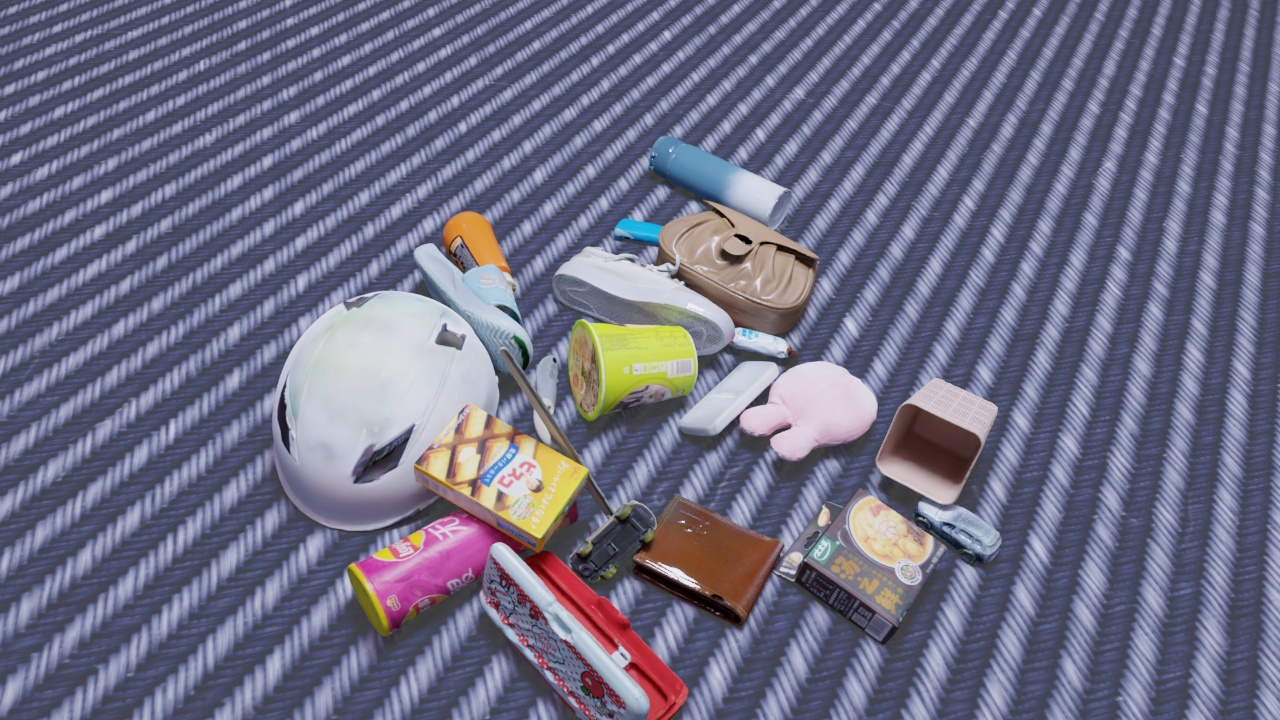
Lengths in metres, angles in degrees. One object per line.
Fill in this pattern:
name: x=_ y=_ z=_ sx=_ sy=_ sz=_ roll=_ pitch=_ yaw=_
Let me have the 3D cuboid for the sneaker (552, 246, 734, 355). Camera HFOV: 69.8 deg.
sneaker: x=0.014 y=-0.081 z=1.120 sx=0.242 sy=0.090 sz=0.090 roll=21 pitch=52 yaw=24

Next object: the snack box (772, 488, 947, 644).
snack box: x=0.215 y=0.195 z=0.899 sx=0.126 sy=0.053 sz=0.113 roll=34 pitch=52 yaw=19

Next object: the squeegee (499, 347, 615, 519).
squeegee: x=-0.096 y=0.050 z=0.970 sx=0.039 sy=0.246 sz=0.246 roll=-29 pitch=24 yaw=2

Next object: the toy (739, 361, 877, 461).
toy: x=0.186 y=0.056 z=1.024 sx=0.159 sy=0.054 sz=0.121 roll=-27 pitch=46 yaw=-29

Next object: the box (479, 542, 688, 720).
box: x=-0.052 y=0.234 z=0.794 sx=0.095 sy=0.102 sz=0.201 roll=-33 pitch=57 yaw=-31

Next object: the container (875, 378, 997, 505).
container: x=0.319 y=0.080 z=0.976 sx=0.090 sy=0.090 sz=0.110 roll=27 pitch=29 yaw=22

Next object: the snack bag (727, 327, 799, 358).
snack bag: x=0.142 y=-0.021 z=1.110 sx=0.104 sy=0.026 sz=0.048 roll=14 pitch=6 yaw=9

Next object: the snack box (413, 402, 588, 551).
snack box: x=-0.129 y=0.107 z=0.856 sx=0.140 sy=0.034 sz=0.086 roll=29 pitch=52 yaw=10

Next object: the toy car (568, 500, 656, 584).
toy car: x=-0.026 y=0.171 z=0.878 sx=0.090 sy=0.042 sz=0.035 roll=-42 pitch=17 yaw=1

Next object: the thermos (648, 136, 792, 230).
thermos: x=0.110 y=-0.260 z=1.321 sx=0.220 sy=0.070 sz=0.070 roll=31 pitch=51 yaw=23

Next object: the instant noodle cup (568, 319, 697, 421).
instant noodle cup: x=-0.006 y=0.006 z=1.028 sx=0.123 sy=0.112 sz=0.111 roll=-5 pitch=46 yaw=-23

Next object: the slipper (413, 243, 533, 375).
slipper: x=-0.188 y=-0.069 z=1.076 sx=0.074 sy=0.104 sz=0.245 roll=-33 pitch=48 yaw=-18

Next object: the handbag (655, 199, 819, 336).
handbag: x=0.124 y=-0.125 z=1.164 sx=0.204 sy=0.100 sz=0.147 roll=30 pitch=52 yaw=17

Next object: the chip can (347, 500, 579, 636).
chip can: x=-0.163 y=0.172 z=0.864 sx=0.210 sy=0.072 sz=0.071 roll=-27 pitch=54 yaw=-28

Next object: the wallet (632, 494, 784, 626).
wallet: x=0.066 y=0.191 z=0.898 sx=0.124 sy=0.032 sz=0.101 roll=23 pitch=45 yaw=16

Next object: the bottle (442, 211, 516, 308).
bottle: x=-0.198 y=-0.123 z=1.162 sx=0.066 sy=0.067 sz=0.149 roll=-20 pitch=58 yaw=-23

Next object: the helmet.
helmet: x=-0.263 y=0.029 z=0.933 sx=0.229 sy=0.146 sz=0.257 roll=21 pitch=52 yaw=10

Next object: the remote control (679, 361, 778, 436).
remote control: x=0.102 y=0.043 z=1.039 sx=0.056 sy=0.020 sz=0.135 roll=2 pitch=33 yaw=46

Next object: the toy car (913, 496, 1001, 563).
toy car: x=0.326 y=0.170 z=0.942 sx=0.090 sy=0.034 sz=0.042 roll=36 pitch=55 yaw=28

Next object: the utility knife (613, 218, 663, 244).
utility knife: x=0.044 y=-0.168 z=1.257 sx=0.159 sy=0.018 sz=0.034 roll=11 pitch=49 yaw=3
